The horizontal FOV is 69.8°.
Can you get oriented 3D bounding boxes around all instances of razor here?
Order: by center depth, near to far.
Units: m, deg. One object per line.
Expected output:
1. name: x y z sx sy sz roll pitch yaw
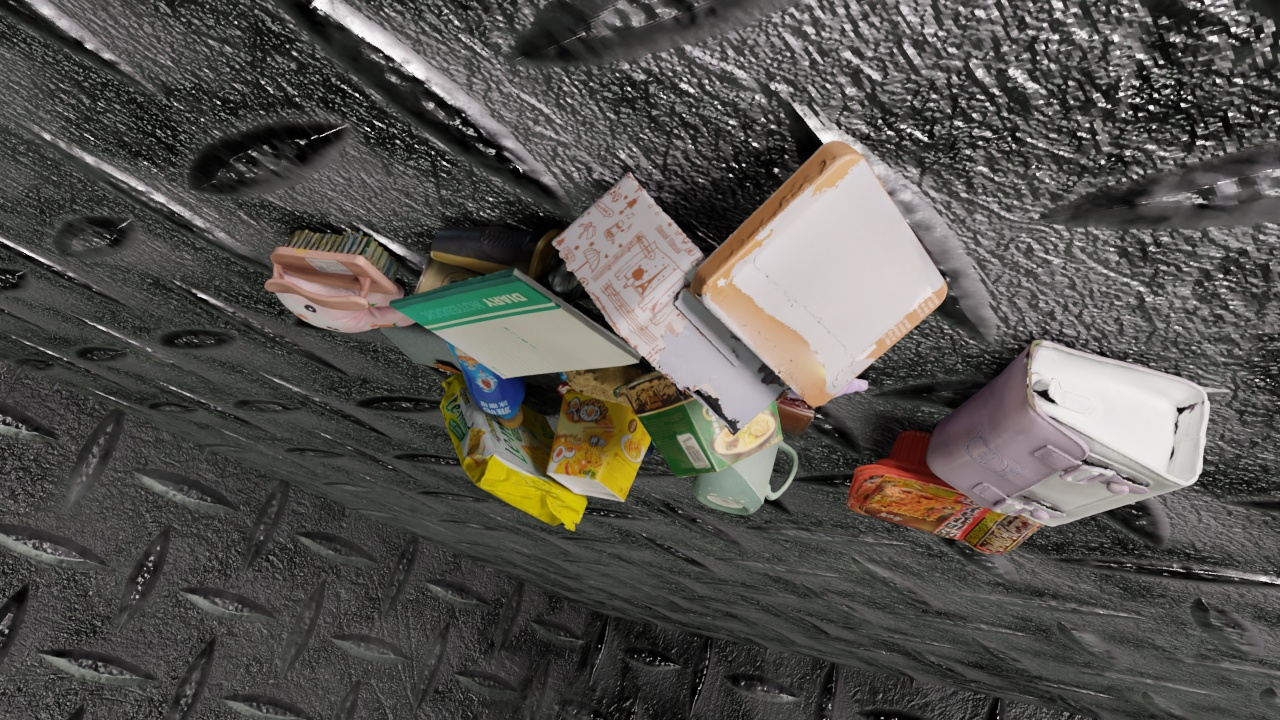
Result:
1. razor: -0.113 -0.088 0.794 0.168 0.062 0.068 12 129 29

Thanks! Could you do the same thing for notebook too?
1. notebook: -0.119 -0.029 0.838 0.210 0.012 0.150 -7 147 47

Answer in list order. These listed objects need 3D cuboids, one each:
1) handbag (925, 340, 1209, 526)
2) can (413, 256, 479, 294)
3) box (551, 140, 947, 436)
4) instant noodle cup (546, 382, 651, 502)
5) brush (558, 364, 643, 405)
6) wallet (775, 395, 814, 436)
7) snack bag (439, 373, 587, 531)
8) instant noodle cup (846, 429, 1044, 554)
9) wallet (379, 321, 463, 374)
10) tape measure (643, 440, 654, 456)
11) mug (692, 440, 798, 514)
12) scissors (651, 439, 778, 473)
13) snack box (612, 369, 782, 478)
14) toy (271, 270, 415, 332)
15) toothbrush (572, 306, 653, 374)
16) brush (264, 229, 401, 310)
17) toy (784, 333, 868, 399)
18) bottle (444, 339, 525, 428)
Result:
1. handbag: 0.342 0.069 0.766 0.145 0.098 0.197 23 159 3
2. can: -0.163 -0.055 0.905 0.116 0.058 0.059 23 159 -12
3. box: 0.072 -0.068 0.662 0.181 0.198 0.157 38 -168 -44
4. instant noodle cup: -0.046 0.094 1.091 0.116 0.123 0.116 5 155 31
5. brush: -0.080 0.007 0.987 0.083 0.046 0.255 29 171 -31
6. wallet: 0.119 0.045 0.967 0.124 0.032 0.101 16 162 7
7. snack bag: -0.169 0.117 1.174 0.158 0.068 0.246 32 -169 -33
8. instant noodle cup: 0.316 0.135 0.963 0.189 0.079 0.165 13 158 11
9. wallet: -0.237 -0.011 1.106 0.130 0.037 0.106 11 157 18
10. tape measure: -0.008 0.111 1.240 0.054 0.025 0.058 13 163 7
11. mug: 0.121 0.118 1.040 0.112 0.106 0.082 19 158 -4
12. scissors: 0.085 0.115 1.185 0.182 0.019 0.170 1 155 35
13. snack box: 0.061 0.046 0.841 0.117 0.105 0.118 -22 178 -27
14. toy: -0.329 -0.067 1.024 0.160 0.054 0.121 3 157 16
15. toothbrush: -0.006 0.006 0.973 0.212 0.026 0.027 38 -169 -42
16. brush: -0.318 -0.090 0.924 0.146 0.073 0.063 9 158 27
17. toy: 0.169 0.008 0.822 0.084 0.038 0.108 -5 153 2
18. bottle: -0.166 0.016 1.037 0.065 0.065 0.219 13 151 13
